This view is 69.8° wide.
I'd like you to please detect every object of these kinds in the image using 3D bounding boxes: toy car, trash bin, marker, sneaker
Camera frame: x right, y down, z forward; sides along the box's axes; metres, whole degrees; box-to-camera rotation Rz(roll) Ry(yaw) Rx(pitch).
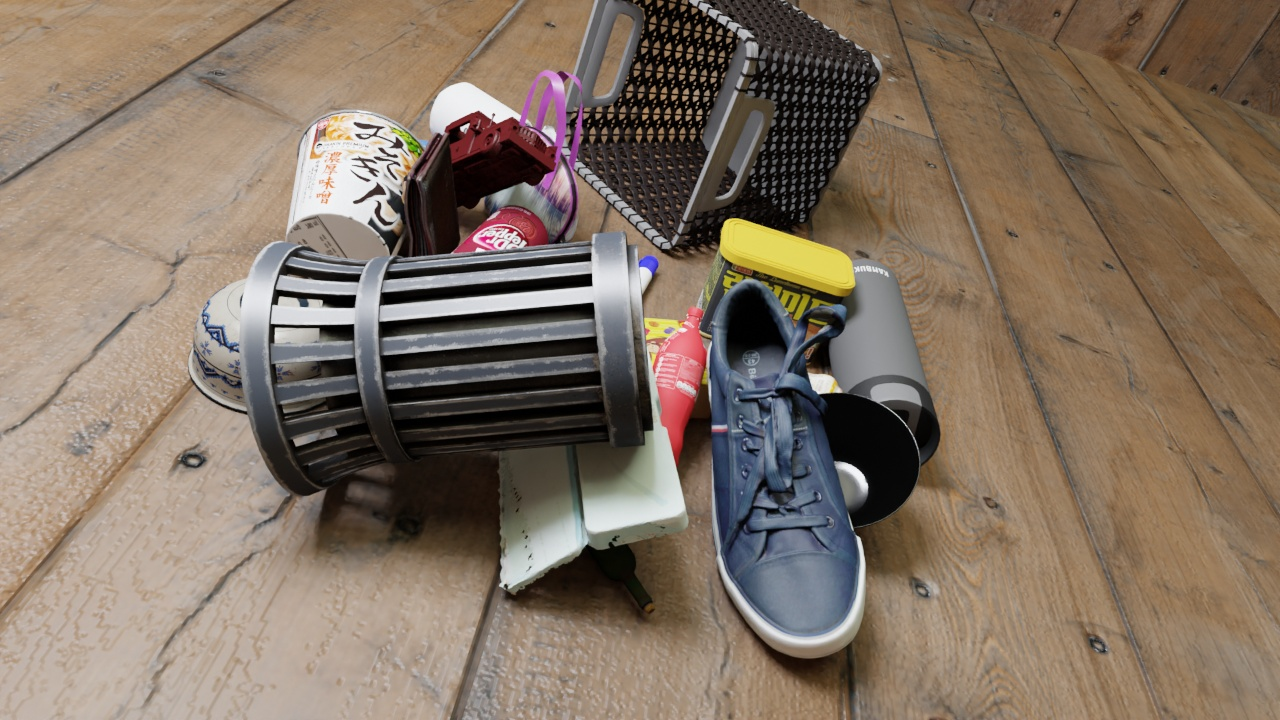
[{"bbox_3d":[-0.151,-0.195,0.882,0.070,0.170,0.061,30,64,-39],"label":"toy car"},{"bbox_3d":[-0.110,-0.005,0.595,0.227,0.164,0.164,-5,38,1],"label":"trash bin"},{"bbox_3d":[-0.010,-0.065,0.907,0.020,0.020,0.141,22,36,3],"label":"marker"},{"bbox_3d":[0.101,0.058,0.662,0.121,0.127,0.294,-9,54,4],"label":"sneaker"}]

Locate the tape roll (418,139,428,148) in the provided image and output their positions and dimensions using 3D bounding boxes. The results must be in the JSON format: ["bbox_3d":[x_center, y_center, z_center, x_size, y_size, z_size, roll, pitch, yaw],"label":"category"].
[{"bbox_3d":[-0.237,-0.210,0.990,0.093,0.016,0.091,18,36,-2],"label":"tape roll"}]

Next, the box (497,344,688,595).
[{"bbox_3d":[-0.044,0.060,0.652,0.136,0.043,0.196,-21,37,7],"label":"box"}]

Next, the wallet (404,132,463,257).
[{"bbox_3d":[-0.184,-0.131,0.825,0.031,0.120,0.099,5,36,2],"label":"wallet"}]

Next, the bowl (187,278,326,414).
[{"bbox_3d":[-0.275,-0.020,0.687,0.115,0.059,0.115,13,36,-10],"label":"bowl"}]

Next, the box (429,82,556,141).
[{"bbox_3d":[-0.153,-0.245,1.024,0.161,0.081,0.091,35,18,21],"label":"box"}]

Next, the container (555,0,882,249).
[{"bbox_3d":[0.091,-0.298,1.071,0.243,0.248,0.245,-11,46,-40],"label":"container"}]

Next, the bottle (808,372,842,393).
[{"bbox_3d":[0.119,0.032,0.804,0.109,0.063,0.062,16,34,14],"label":"bottle"}]

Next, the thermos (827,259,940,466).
[{"bbox_3d":[0.224,-0.002,0.879,0.082,0.082,0.239,16,36,-6],"label":"thermos"}]

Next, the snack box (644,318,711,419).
[{"bbox_3d":[-0.005,0.005,0.799,0.125,0.040,0.088,3,39,-22],"label":"snack box"}]

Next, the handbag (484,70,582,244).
[{"bbox_3d":[-0.096,-0.205,0.918,0.067,0.170,0.144,-13,47,-37],"label":"handbag"}]

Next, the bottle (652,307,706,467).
[{"bbox_3d":[0.026,0.022,0.735,0.042,0.042,0.141,19,71,-2],"label":"bottle"}]

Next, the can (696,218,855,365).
[{"bbox_3d":[0.128,-0.065,0.900,0.131,0.101,0.072,17,36,-4],"label":"can"}]

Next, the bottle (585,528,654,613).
[{"bbox_3d":[-0.021,0.133,0.638,0.025,0.025,0.106,-11,46,-35],"label":"bottle"}]

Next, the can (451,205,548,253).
[{"bbox_3d":[-0.132,-0.096,0.850,0.063,0.063,0.113,23,36,4],"label":"can"}]

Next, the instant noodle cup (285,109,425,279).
[{"bbox_3d":[-0.253,-0.134,0.808,0.123,0.124,0.121,11,46,-12],"label":"instant noodle cup"}]

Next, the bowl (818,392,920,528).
[{"bbox_3d":[0.158,0.091,0.738,0.124,0.053,0.123,-5,53,6],"label":"bowl"}]
